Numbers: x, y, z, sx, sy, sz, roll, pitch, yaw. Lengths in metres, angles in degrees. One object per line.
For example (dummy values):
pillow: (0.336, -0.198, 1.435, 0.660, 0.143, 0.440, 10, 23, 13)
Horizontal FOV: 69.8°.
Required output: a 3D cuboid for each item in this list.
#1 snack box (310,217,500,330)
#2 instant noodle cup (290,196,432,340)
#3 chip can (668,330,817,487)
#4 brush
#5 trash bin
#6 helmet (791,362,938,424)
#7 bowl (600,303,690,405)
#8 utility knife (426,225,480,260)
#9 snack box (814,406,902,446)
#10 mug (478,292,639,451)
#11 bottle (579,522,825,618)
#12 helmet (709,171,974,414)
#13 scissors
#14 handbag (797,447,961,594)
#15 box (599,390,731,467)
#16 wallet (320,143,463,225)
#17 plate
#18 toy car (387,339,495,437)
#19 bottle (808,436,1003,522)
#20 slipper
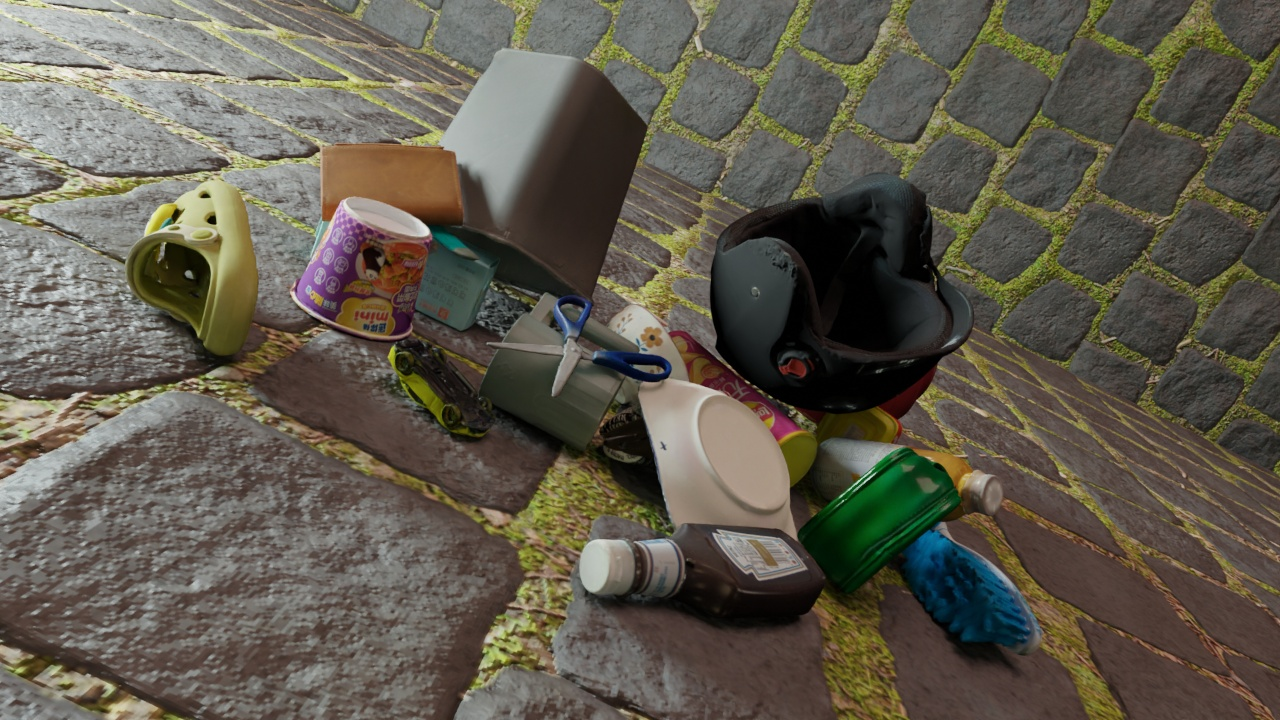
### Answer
snack box: (-0.235, -0.102, 0.922, 0.175, 0.074, 0.051, 26, 18, -1)
instant noodle cup: (-0.243, -0.086, 0.826, 0.111, 0.099, 0.111, 24, 20, -9)
chip can: (0.088, 0.047, 0.954, 0.071, 0.071, 0.210, 9, 24, -42)
brush: (0.293, 0.183, 0.903, 0.109, 0.061, 0.314, 26, 14, -20)
trash bin: (-0.118, -0.203, 1.015, 0.199, 0.219, 0.198, 19, -9, 33)
helmet: (0.241, -0.006, 1.143, 0.240, 0.207, 0.143, 26, 39, 15)
bowl: (-0.005, 0.005, 0.926, 0.062, 0.114, 0.113, -30, 46, -19)
utility knife: (-0.237, -0.156, 0.919, 0.221, 0.013, 0.029, 39, 24, 27)
snack box: (0.246, 0.088, 1.037, 0.082, 0.091, 0.080, 36, 14, 25)
mug: (-0.066, 0.006, 0.801, 0.103, 0.084, 0.123, 29, 53, 2)
bottle: (0.045, 0.149, 0.656, 0.194, 0.044, 0.080, 11, 23, -38)
helmet: (0.199, -0.055, 0.959, 0.232, 0.231, 0.275, -31, 59, -33)
scissors: (-0.048, -0.010, 0.760, 0.175, 0.012, 0.162, 14, 31, -24)
handbag: (0.209, 0.135, 0.784, 0.068, 0.131, 0.120, 52, 21, 23)
box: (0.026, 0.051, 0.840, 0.075, 0.081, 0.163, 5, 9, 39)
wallet: (-0.243, -0.179, 0.895, 0.130, 0.035, 0.119, -1, 49, -18)
plate: (0.077, 0.085, 0.778, 0.164, 0.034, 0.163, 17, 47, -41)
toy car: (-0.162, 0.025, 0.737, 0.105, 0.032, 0.048, 44, 22, 15)
bottle: (0.252, 0.116, 0.885, 0.068, 0.068, 0.190, 11, -4, -40)
slipper: (-0.337, -0.077, 0.688, 0.081, 0.092, 0.190, 9, 28, -38)
